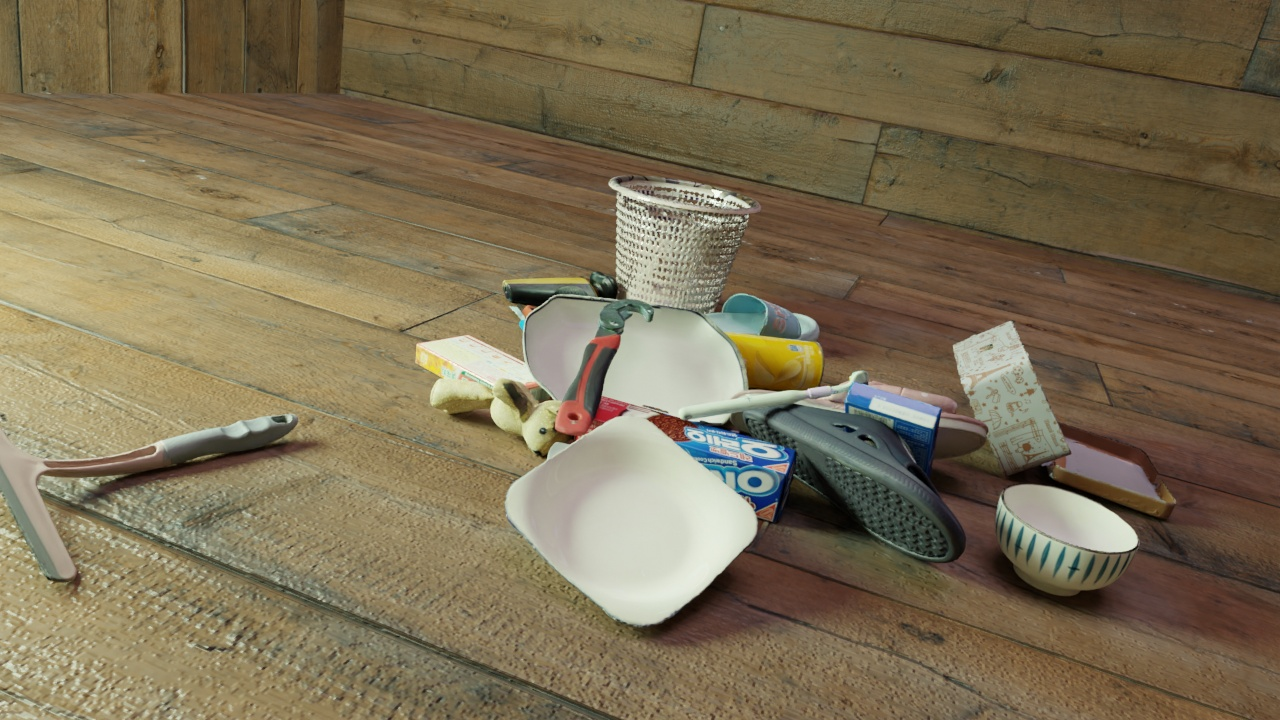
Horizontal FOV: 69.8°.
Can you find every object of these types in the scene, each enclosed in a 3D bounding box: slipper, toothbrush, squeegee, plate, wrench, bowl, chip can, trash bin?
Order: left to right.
[{"bbox_3d":[-0.392,0.072,0.741,0.247,0.040,0.249,41,27,28],"label":"squeegee"},{"bbox_3d":[-0.038,-0.001,0.938,0.056,0.016,0.272,13,31,8],"label":"wrench"},{"bbox_3d":[-0.007,0.128,0.724,0.164,0.034,0.163,38,48,25],"label":"plate"},{"bbox_3d":[-0.006,0.006,1.032,0.265,0.034,0.161,5,53,-21],"label":"plate"},{"bbox_3d":[0.051,-0.161,1.377,0.227,0.192,0.227,9,20,-3],"label":"trash bin"},{"bbox_3d":[0.119,-0.001,1.151,0.213,0.072,0.072,5,20,-13],"label":"chip can"},{"bbox_3d":[0.146,-0.057,1.318,0.245,0.074,0.104,-3,22,-29],"label":"slipper"},{"bbox_3d":[0.129,0.036,0.890,0.189,0.029,0.020,-10,56,-7],"label":"toothbrush"},{"bbox_3d":[0.232,0.058,0.990,0.274,0.114,0.054,6,63,5],"label":"slipper"},{"bbox_3d":[0.204,0.088,0.861,0.083,0.111,0.268,-40,34,-15],"label":"slipper"},{"bbox_3d":[0.372,0.166,0.819,0.116,0.066,0.116,9,21,-3],"label":"bowl"}]

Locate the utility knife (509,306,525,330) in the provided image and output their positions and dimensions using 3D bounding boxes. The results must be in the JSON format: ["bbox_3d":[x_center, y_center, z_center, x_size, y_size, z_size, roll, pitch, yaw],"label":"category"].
[{"bbox_3d":[-0.138,-0.038,1.206,0.034,0.018,0.216,0,20,-25],"label":"utility knife"}]

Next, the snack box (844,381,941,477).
[{"bbox_3d":[0.248,0.078,0.910,0.084,0.157,0.026,18,66,22],"label":"snack box"}]

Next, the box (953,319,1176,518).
[{"bbox_3d":[0.482,0.080,1.080,0.274,0.125,0.178,40,23,2],"label":"box"}]

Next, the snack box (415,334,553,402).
[{"bbox_3d":[-0.175,0.011,1.034,0.156,0.027,0.076,24,24,35],"label":"snack box"}]

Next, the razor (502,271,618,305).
[{"bbox_3d":[-0.118,-0.103,1.349,0.167,0.062,0.067,1,53,-11],"label":"razor"}]

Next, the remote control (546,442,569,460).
[{"bbox_3d":[-0.016,0.101,0.801,0.135,0.019,0.056,12,21,-2],"label":"remote control"}]

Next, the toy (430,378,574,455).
[{"bbox_3d":[-0.135,0.050,0.911,0.157,0.066,0.105,13,-22,20],"label":"toy"}]

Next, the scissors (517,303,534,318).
[{"bbox_3d":[-0.082,-0.025,1.175,0.196,0.015,0.205,25,10,-8],"label":"scissors"}]

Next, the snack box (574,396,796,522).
[{"bbox_3d":[0.042,0.092,0.876,0.207,0.057,0.058,15,23,13],"label":"snack box"}]
